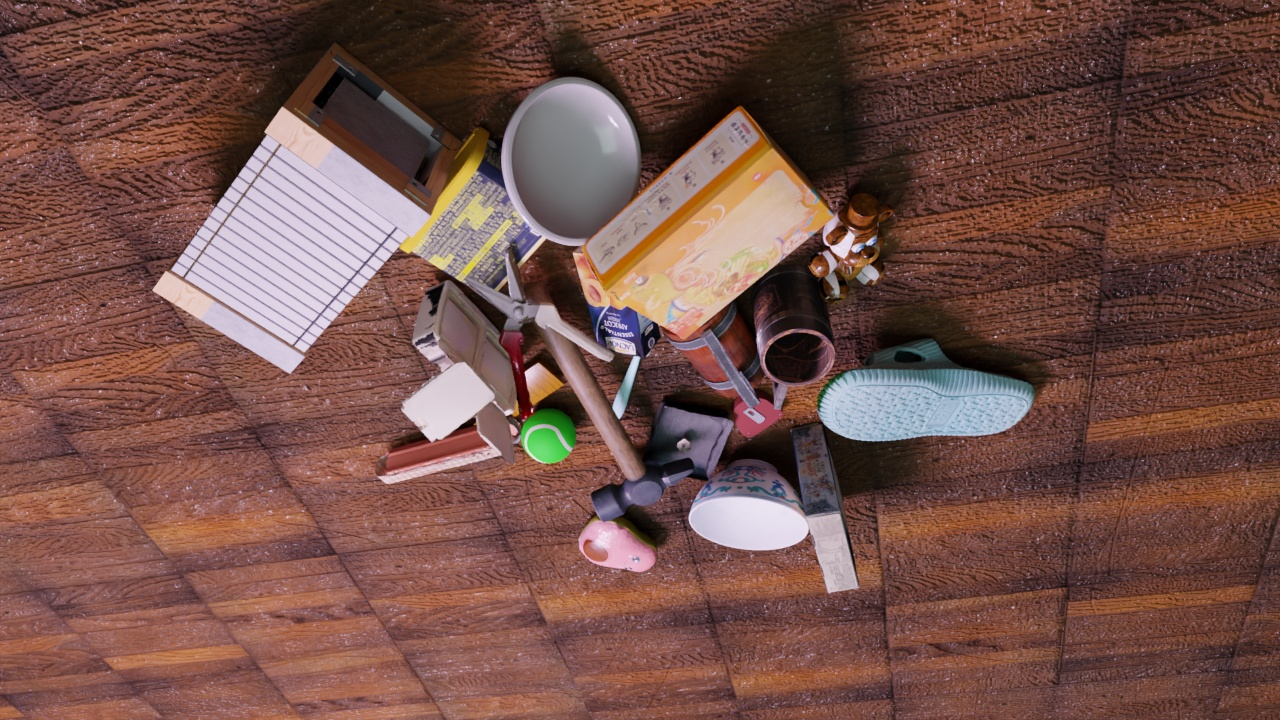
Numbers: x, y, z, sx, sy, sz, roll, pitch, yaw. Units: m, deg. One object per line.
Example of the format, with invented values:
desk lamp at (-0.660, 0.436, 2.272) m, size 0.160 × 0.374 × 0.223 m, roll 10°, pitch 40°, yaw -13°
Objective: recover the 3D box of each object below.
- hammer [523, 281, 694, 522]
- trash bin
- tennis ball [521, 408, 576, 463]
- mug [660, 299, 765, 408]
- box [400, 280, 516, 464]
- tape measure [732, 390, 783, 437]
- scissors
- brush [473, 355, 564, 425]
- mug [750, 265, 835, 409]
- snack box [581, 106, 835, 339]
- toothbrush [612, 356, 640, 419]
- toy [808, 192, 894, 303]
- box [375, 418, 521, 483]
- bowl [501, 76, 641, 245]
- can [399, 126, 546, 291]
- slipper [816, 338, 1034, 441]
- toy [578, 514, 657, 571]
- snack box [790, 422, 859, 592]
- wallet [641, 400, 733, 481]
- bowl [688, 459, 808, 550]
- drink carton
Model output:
hammer at (-0.051, 0.045, 1.037) m, size 0.129 × 0.040 × 0.322 m, roll -25°, pitch 121°, yaw 5°
trash bin at (-0.311, -0.139, 0.867) m, size 0.142 × 0.142 × 0.248 m, roll 36°, pitch 122°, yaw -24°
tennis ball at (-0.109, 0.090, 1.093) m, size 0.065 × 0.065 × 0.065 m, roll 1°, pitch 129°, yaw 2°
mug at (0.086, -0.010, 0.972) m, size 0.081 × 0.117 × 0.111 m, roll -32°, pitch 126°, yaw 9°
box at (-0.169, 0.013, 0.957) m, size 0.080 × 0.180 × 0.143 m, roll -23°, pitch 131°, yaw 21°
tape measure at (0.132, 0.063, 1.088) m, size 0.051 × 0.019 × 0.059 m, roll 36°, pitch 122°, yaw -24°
scissors at (-0.103, -0.024, 0.941) m, size 0.179 × 0.015 × 0.199 m, roll -2°, pitch 118°, yaw -29°
brush at (-0.149, 0.040, 1.085) m, size 0.127 × 0.017 × 0.048 m, roll -33°, pitch 121°, yaw 26°
mug at (0.155, -0.022, 0.961) m, size 0.080 × 0.107 × 0.116 m, roll 8°, pitch 129°, yaw -4°
snack box at (0.062, -0.126, 0.861) m, size 0.196 × 0.080 × 0.145 m, roll -39°, pitch 146°, yaw 17°
toothbrush at (-0.006, 0.006, 1.052) m, size 0.016 × 0.016 × 0.181 m, roll 32°, pitch 131°, yaw 13°
toy at (0.209, -0.115, 0.903) m, size 0.087 × 0.067 × 0.113 m, roll -26°, pitch 159°, yaw -16°
box at (-0.237, 0.116, 1.131) m, size 0.187 × 0.056 × 0.067 m, roll -16°, pitch 159°, yaw 17°
bowl at (-0.070, -0.182, 0.848) m, size 0.043 × 0.149 × 0.149 m, roll 13°, pitch 147°, yaw 51°
can at (-0.154, -0.141, 0.903) m, size 0.104 × 0.075 × 0.135 m, roll 32°, pitch 124°, yaw -25°
slipper at (0.316, 0.036, 1.031) m, size 0.276 × 0.069 × 0.116 m, roll 3°, pitch 132°, yaw -19°
toy at (-0.026, 0.245, 1.225) m, size 0.110 × 0.051 × 0.090 m, roll 22°, pitch 128°, yaw -16°
snack box at (0.221, 0.175, 1.095) m, size 0.043 × 0.144 × 0.144 m, roll -14°, pitch 127°, yaw 11°
wallet at (0.055, 0.097, 1.115) m, size 0.089 × 0.026 × 0.115 m, roll 12°, pitch 129°, yaw -6°
bowl at (0.135, 0.169, 1.130) m, size 0.144 × 0.074 × 0.144 m, roll 7°, pitch 146°, yaw 4°
drink carton at (-0.023, -0.067, 0.964) m, size 0.064 × 0.040 × 0.130 m, roll 13°, pitch 136°, yaw 30°
